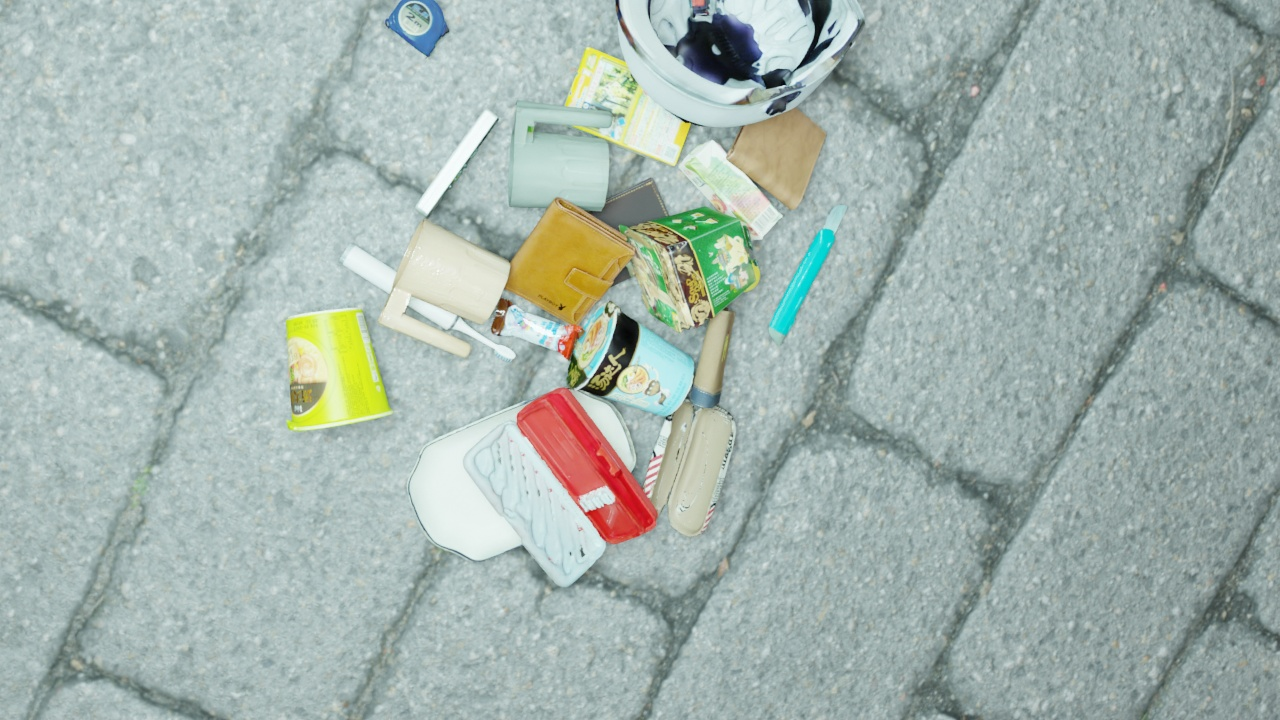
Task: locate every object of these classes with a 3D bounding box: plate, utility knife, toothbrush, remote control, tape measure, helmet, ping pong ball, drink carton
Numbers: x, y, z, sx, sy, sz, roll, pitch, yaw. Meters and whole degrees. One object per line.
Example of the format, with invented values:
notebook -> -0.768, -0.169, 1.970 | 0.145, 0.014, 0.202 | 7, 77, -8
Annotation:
plate -> -0.139, 0.130, 1.082 | 0.265, 0.034, 0.162 | -23, 102, -4
utility knife -> 0.201, -0.104, 1.103 | 0.029, 0.013, 0.185 | 26, 97, -16
toothbrush -> -0.236, -0.061, 1.036 | 0.221, 0.026, 0.026 | 33, 57, -13
remote control -> -0.200, -0.214, 0.999 | 0.019, 0.056, 0.135 | 36, 92, -14
tape measure -> -0.236, -0.361, 0.982 | 0.058, 0.025, 0.054 | 36, 91, -17
helmet -> 0.087, -0.342, 0.965 | 0.258, 0.146, 0.229 | -36, 84, -16
ping pong ball -> 0.120, -0.100, 1.077 | 0.040, 0.040, 0.040 | -2, 100, -9
drink carton -> 0.104, -0.195, 1.051 | 0.045, 0.053, 0.122 | -46, 103, -3

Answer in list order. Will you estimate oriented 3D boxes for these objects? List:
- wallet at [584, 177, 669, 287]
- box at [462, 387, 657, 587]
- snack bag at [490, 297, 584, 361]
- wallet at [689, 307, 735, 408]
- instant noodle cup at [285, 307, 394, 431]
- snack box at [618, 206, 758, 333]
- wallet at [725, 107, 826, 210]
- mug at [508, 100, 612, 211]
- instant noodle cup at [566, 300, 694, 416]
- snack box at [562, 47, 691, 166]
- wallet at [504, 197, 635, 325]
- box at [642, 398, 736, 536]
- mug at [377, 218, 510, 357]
wallet -> -0.021, -0.143, 1.058 | 0.122, 0.020, 0.096 | -25, 100, -3
box -> -0.089, 0.144, 1.045 | 0.158, 0.069, 0.201 | -35, 104, 2
snack bag -> -0.119, -0.035, 1.056 | 0.105, 0.026, 0.045 | 20, 106, -3
wallet -> 0.084, -0.005, 1.066 | 0.033, 0.090, 0.115 | 11, 97, 8
instant noodle cup -> -0.335, 0.007, 0.997 | 0.111, 0.112, 0.123 | -9, 93, -7
snack box -> 0.058, -0.109, 1.020 | 0.105, 0.117, 0.118 | -28, 120, -16
wallet -> 0.157, -0.243, 1.042 | 0.101, 0.020, 0.115 | 34, 65, -19
mug -> -0.087, -0.219, 0.989 | 0.103, 0.083, 0.124 | 3, 138, -12
instant noodle cup -> -0.006, 0.006, 1.048 | 0.120, 0.111, 0.111 | 26, 95, -20
snack box -> -0.011, -0.282, 1.028 | 0.140, 0.034, 0.087 | 18, 97, -13
wallet -> -0.076, -0.104, 1.023 | 0.119, 0.035, 0.131 | 31, 126, -14
box -> 0.058, 0.129, 1.091 | 0.086, 0.075, 0.162 | 17, 96, 19
mug -> -0.212, -0.076, 0.997 | 0.103, 0.084, 0.124 | 24, 80, -21
